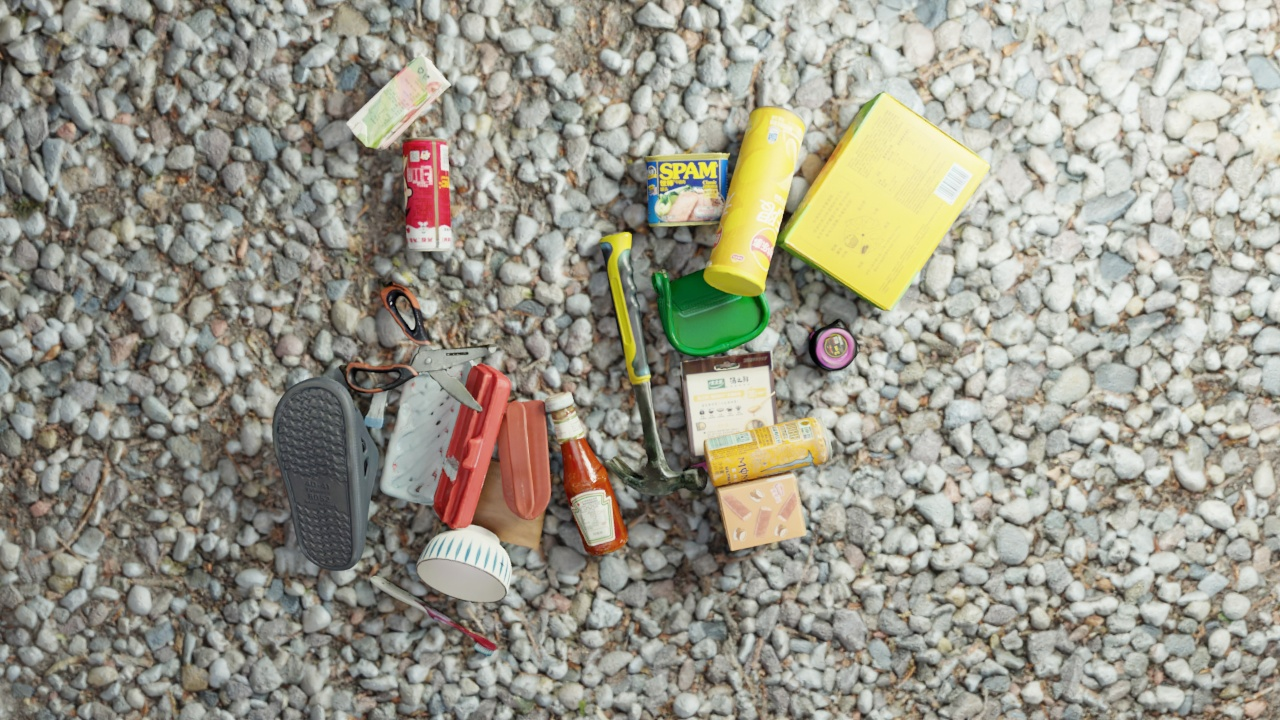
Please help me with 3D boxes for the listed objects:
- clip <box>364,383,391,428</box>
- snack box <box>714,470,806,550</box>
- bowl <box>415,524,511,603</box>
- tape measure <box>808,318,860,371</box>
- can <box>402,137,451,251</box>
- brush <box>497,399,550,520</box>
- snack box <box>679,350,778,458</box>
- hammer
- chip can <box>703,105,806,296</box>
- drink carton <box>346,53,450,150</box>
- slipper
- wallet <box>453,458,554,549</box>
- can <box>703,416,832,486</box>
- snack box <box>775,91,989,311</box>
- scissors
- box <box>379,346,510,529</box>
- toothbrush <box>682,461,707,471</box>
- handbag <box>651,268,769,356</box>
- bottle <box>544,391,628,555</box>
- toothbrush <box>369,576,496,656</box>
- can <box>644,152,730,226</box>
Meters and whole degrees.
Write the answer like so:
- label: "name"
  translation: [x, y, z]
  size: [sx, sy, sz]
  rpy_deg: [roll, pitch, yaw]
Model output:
- label: "clip"
  translation: [-0.329, 0.057, 1.153]
  size: [0.027, 0.043, 0.058]
  rpy_deg: [17, 89, 1]
- label: "snack box"
  translation: [0.144, 0.176, 1.131]
  size: [0.094, 0.092, 0.077]
  rpy_deg: [-13, 97, 1]
- label: "bowl"
  translation: [-0.214, 0.247, 1.144]
  size: [0.116, 0.117, 0.066]
  rpy_deg: [16, 53, -2]
- label: "tape measure"
  translation: [0.237, -0.016, 1.134]
  size: [0.058, 0.039, 0.057]
  rpy_deg: [-38, 96, 0]
- label: "can"
  translation: [-0.256, -0.198, 1.102]
  size: [0.053, 0.053, 0.133]
  rpy_deg: [-1, 98, 0]
- label: "brush"
  translation: [-0.143, 0.123, 1.122]
  size: [0.063, 0.069, 0.145]
  rpy_deg: [-6, 83, 2]
- label: "snack box"
  translation: [0.110, 0.052, 1.134]
  size: [0.113, 0.053, 0.126]
  rpy_deg: [-6, 98, 0]
- label: "hammer"
  translation: [-0.007, 0.007, 1.124]
  size: [0.126, 0.031, 0.323]
  rpy_deg: [-10, 91, 30]
- label: "chip can"
  translation: [0.135, -0.184, 1.064]
  size: [0.072, 0.072, 0.213]
  rpy_deg: [17, 78, -2]
- label: "drink carton"
  translation: [-0.285, -0.303, 1.089]
  size: [0.122, 0.053, 0.045]
  rpy_deg: [-41, 96, 6]
- label: "slipper"
  translation: [-0.383, 0.134, 1.141]
  size: [0.111, 0.083, 0.268]
  rpy_deg: [8, 115, 9]
- label: "wallet"
  translation: [-0.175, 0.180, 1.169]
  size: [0.115, 0.020, 0.101]
  rpy_deg: [12, 95, 1]
- label: "can"
  translation: [0.150, 0.108, 1.095]
  size: [0.146, 0.058, 0.058]
  rpy_deg: [-12, 97, 2]
- label: "snack box"
  translation: [0.285, -0.186, 1.096]
  size: [0.157, 0.070, 0.210]
  rpy_deg: [33, 96, -4]
- label: "scissors"
  translation: [-0.275, -0.004, 1.115]
  size: [0.189, 0.015, 0.225]
  rpy_deg: [-42, 73, 14]
- label: "box"
  translation: [-0.238, 0.094, 1.137]
  size: [0.154, 0.073, 0.201]
  rpy_deg: [21, 99, 25]
- label: "toothbrush"
  translation: [0.145, 0.119, 1.162]
  size: [0.189, 0.017, 0.014]
  rpy_deg: [-14, 99, 3]
- label: "handbag"
  translation: [0.086, -0.070, 1.112]
  size: [0.131, 0.068, 0.120]
  rpy_deg: [-21, 96, 2]
- label: "bottle"
  translation: [-0.071, 0.139, 1.140]
  size: [0.060, 0.059, 0.206]
  rpy_deg: [-18, 98, 2]
- label: "toothbrush"
  translation: [-0.270, 0.332, 1.191]
  size: [0.187, 0.016, 0.017]
  rpy_deg: [32, 106, -4]
- label: "can"
  translation: [0.057, -0.204, 1.101]
  size: [0.102, 0.057, 0.083]
  rpy_deg: [-2, 99, 1]
